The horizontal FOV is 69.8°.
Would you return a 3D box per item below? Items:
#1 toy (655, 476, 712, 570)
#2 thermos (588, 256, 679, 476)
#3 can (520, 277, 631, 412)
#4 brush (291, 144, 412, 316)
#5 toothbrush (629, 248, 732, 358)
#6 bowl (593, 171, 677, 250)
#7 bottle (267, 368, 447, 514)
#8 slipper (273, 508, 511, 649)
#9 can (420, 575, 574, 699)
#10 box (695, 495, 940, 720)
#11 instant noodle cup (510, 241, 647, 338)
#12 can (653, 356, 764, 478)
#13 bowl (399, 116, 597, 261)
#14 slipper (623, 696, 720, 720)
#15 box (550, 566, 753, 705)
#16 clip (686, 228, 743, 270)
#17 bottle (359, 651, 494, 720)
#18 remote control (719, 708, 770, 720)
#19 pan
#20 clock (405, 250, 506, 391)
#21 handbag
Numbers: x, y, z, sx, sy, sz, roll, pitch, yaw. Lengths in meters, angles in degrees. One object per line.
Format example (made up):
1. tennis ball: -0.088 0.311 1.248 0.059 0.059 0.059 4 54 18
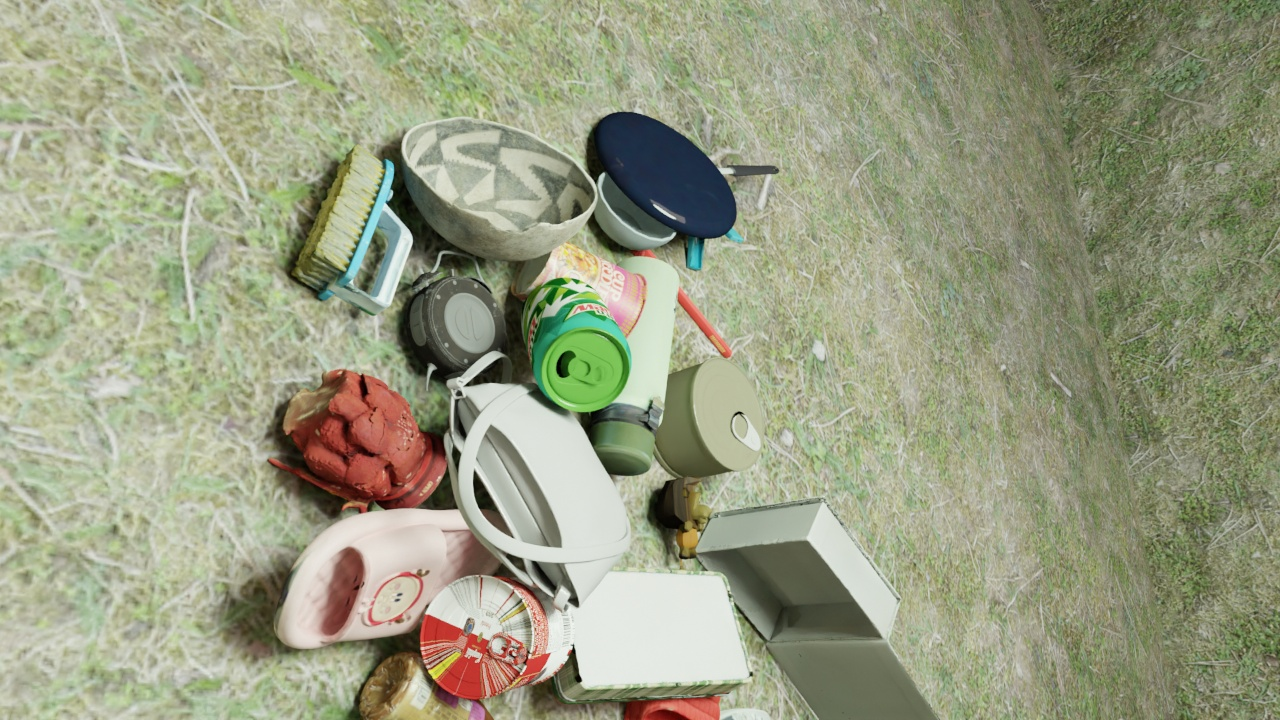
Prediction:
1. toy: 0.046 0.173 0.965 0.076 0.063 0.100 22 63 -66
2. thermos: -0.006 0.006 0.950 0.082 0.083 0.230 34 51 -37
3. can: -0.059 -0.016 0.806 0.083 0.083 0.144 51 3 -24
4. brush: -0.226 -0.111 0.758 0.075 0.056 0.135 32 52 -32
5. toothbrush: 0.047 -0.074 1.101 0.212 0.012 0.017 49 44 -25
6. bowl: -0.012 -0.163 1.032 0.106 0.039 0.106 24 42 -24
7. bottle: -0.210 0.065 0.687 0.111 0.099 0.098 50 43 -39
8. slipper: -0.174 0.161 0.681 0.221 0.056 0.107 1 119 -58
9. can: -0.107 0.211 0.710 0.116 0.087 0.086 52 30 -72
10. box: 0.214 0.319 1.017 0.368 0.166 0.098 56 46 -15
11. instant noodle cup: -0.064 -0.070 0.910 0.108 0.098 0.097 31 53 -29
12. can: 0.072 0.067 1.024 0.127 0.073 0.127 22 59 -43
13. bowl: -0.136 -0.145 0.841 0.178 0.081 0.178 16 38 -13
14. slipper: 0.035 0.347 0.881 0.103 0.059 0.248 45 47 -29
15. box: 0.005 0.252 0.845 0.205 0.051 0.117 10 52 -36
16. clip: 0.085 -0.184 1.139 0.027 0.103 0.119 14 52 -48
17. bottle: -0.136 0.288 0.702 0.166 0.060 0.059 48 44 -27
18. remote control: 0.099 0.397 0.959 0.114 0.028 0.060 13 65 -46
19. pan: 0.083 -0.237 1.141 0.355 0.021 0.198 -16 65 -50
20. clock: -0.165 -0.032 0.809 0.091 0.044 0.122 5 71 -50
21. handbag: -0.100 0.095 0.718 0.215 0.096 0.222 60 11 7
